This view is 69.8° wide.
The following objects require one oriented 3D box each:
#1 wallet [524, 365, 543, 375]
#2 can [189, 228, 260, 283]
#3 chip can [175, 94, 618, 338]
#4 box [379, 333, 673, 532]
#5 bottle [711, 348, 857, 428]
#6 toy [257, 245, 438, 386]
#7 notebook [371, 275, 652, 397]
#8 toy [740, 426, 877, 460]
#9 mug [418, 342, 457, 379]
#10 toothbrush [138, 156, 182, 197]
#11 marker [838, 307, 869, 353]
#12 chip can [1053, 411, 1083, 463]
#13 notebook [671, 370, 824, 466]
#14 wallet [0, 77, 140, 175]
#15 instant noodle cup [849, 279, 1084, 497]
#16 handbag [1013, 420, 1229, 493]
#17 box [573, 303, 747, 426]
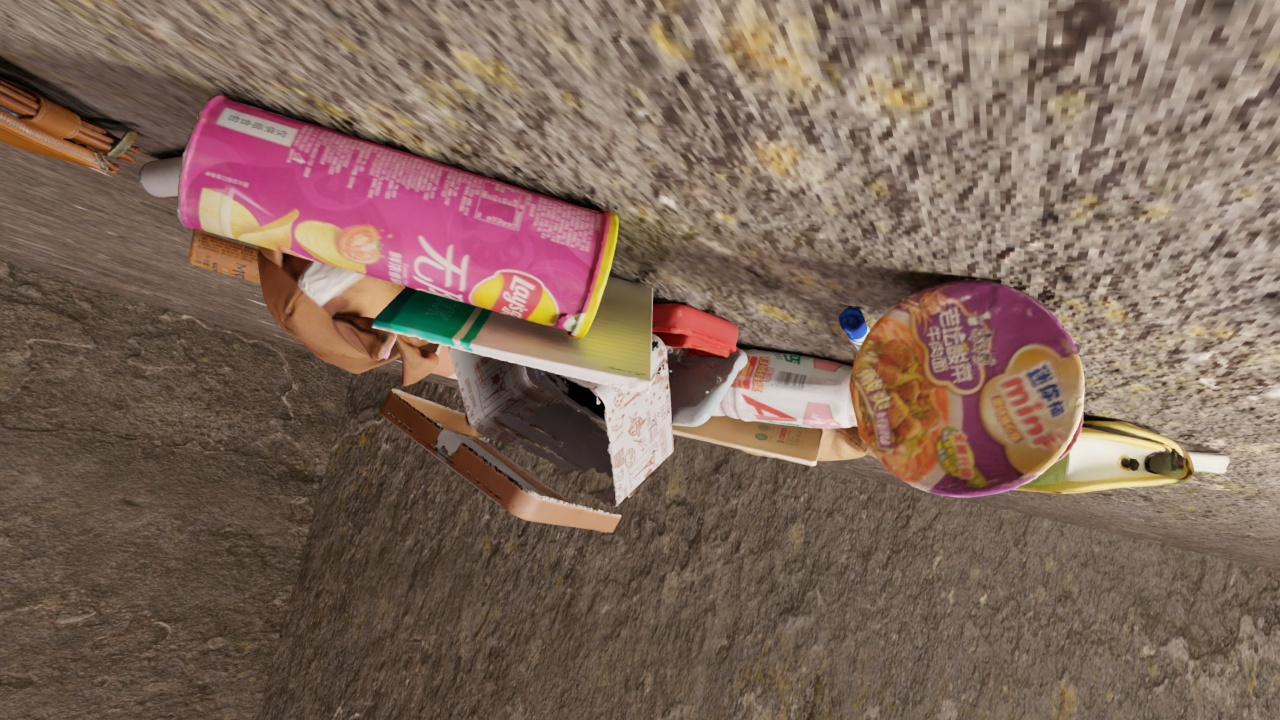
[{"bbox_3d":[-0.116,-0.014,0.942,0.106,0.040,0.133,-11,159,19],"label":"wallet"},{"bbox_3d":[-0.290,-0.086,0.760,0.146,0.058,0.058,16,173,-21],"label":"can"},{"bbox_3d":[-0.122,-0.073,0.482,0.210,0.071,0.071,15,173,-11],"label":"chip can"},{"bbox_3d":[-0.095,0.053,0.722,0.182,0.167,0.151,24,137,32],"label":"box"},{"bbox_3d":[0.137,0.027,0.819,0.197,0.068,0.068,6,171,26],"label":"bottle"},{"bbox_3d":[-0.191,-0.050,0.624,0.140,0.130,0.199,43,177,-1],"label":"toy"},{"bbox_3d":[-0.065,-0.034,0.572,0.150,0.012,0.209,14,-162,-4],"label":"notebook"},{"bbox_3d":[0.202,0.077,1.018,0.143,0.082,0.226,-7,-174,-44],"label":"toy"},{"bbox_3d":[-0.182,-0.023,1.022,0.105,0.081,0.115,16,149,-34],"label":"mug"},{"bbox_3d":[-0.263,-0.119,0.577,0.221,0.026,0.026,7,137,43],"label":"toothbrush"},{"bbox_3d":[0.159,-0.012,0.652,0.017,0.017,0.145,11,173,22],"label":"marker"},{"bbox_3d":[0.273,0.054,0.727,0.072,0.072,0.236,13,173,9],"label":"chip can"},{"bbox_3d":[0.079,0.038,0.902,0.208,0.008,0.147,12,-150,13],"label":"notebook"},{"bbox_3d":[-0.379,-0.147,0.541,0.119,0.035,0.130,12,175,14],"label":"wallet"},{"bbox_3d":[0.182,0.016,0.504,0.112,0.111,0.099,10,-178,26],"label":"instant noodle cup"},{"bbox_3d":[0.414,0.085,0.820,0.178,0.063,0.163,-1,174,-4],"label":"handbag"},{"bbox_3d":[-0.004,0.008,0.794,0.095,0.099,0.202,17,172,-35],"label":"box"}]
